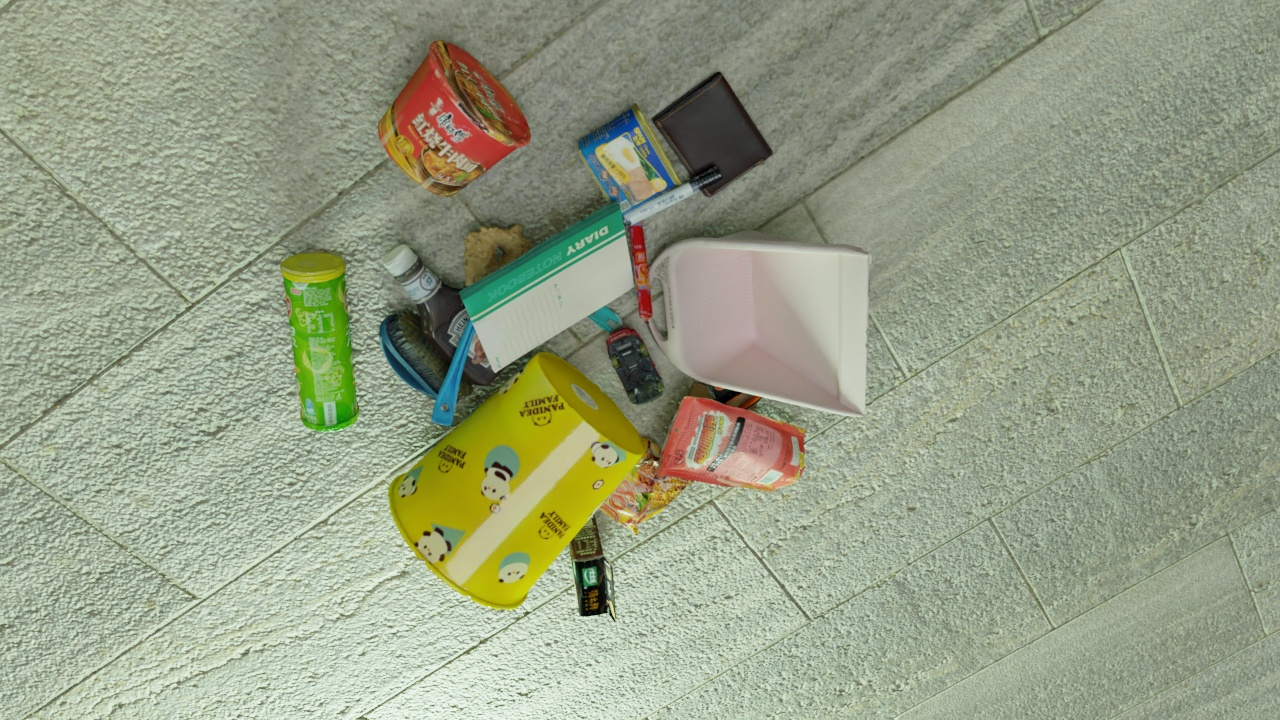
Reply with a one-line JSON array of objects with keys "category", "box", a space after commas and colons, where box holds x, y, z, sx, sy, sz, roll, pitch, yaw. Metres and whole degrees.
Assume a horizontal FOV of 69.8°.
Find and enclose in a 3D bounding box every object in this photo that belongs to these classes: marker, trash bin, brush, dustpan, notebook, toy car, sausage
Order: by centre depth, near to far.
[{"category": "notebook", "box": [-0.102, -0.084, 1.072, 0.209, 0.012, 0.150, -33, 147, -14]}, {"category": "brush", "box": [-0.197, -0.045, 1.085, 0.083, 0.046, 0.254, 18, 93, -31]}, {"category": "marker", "box": [0.036, -0.195, 1.086, 0.131, 0.018, 0.022, -25, 100, 2]}, {"category": "dustpan", "box": [0.133, -0.042, 1.106, 0.138, 0.273, 0.223, -24, 122, -26]}, {"category": "sausage", "box": [-0.001, -0.119, 1.126, 0.020, 0.020, 0.156, -9, 109, -5]}, {"category": "brush", "box": [-0.274, 0.001, 1.142, 0.074, 0.055, 0.144, -20, 125, 29]}, {"category": "trash bin", "box": [-0.146, 0.141, 1.155, 0.229, 0.229, 0.255, 39, 101, -27]}, {"category": "toy car", "box": [-0.007, 0.007, 1.198, 0.053, 0.045, 0.120, -21, 129, 2]}]

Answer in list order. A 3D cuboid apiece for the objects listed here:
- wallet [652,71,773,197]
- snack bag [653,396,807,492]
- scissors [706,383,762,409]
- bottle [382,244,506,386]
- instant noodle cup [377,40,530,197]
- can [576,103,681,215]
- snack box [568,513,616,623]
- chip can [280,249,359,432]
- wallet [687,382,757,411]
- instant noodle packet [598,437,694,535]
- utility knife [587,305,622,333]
[{"category": "wallet", "box": [0.086, -0.262, 1.075, 0.096, 0.020, 0.122, -32, 122, 15]}, {"category": "snack bag", "box": [0.126, 0.119, 1.250, 0.207, 0.073, 0.129, 15, 111, -28]}, {"category": "scissors", "box": [0.201, 0.004, 1.248, 0.234, 0.021, 0.125, -14, 123, -10]}, {"category": "bottle", "box": [-0.233, -0.057, 1.106, 0.079, 0.044, 0.195, -52, 123, -24]}, {"category": "instant noodle cup", "box": [-0.201, -0.249, 0.970, 0.109, 0.137, 0.138, -38, 120, 22]}, {"category": "can", "box": [-0.014, -0.228, 1.054, 0.083, 0.057, 0.102, -29, 120, 9]}, {"category": "snack box", "box": [-0.071, 0.294, 1.305, 0.053, 0.125, 0.113, -7, 121, -7]}, {"category": "chip can", "box": [-0.381, -0.018, 1.098, 0.072, 0.072, 0.222, -1, 119, -10]}, {"category": "wallet", "box": [0.100, 0.089, 1.281, 0.101, 0.020, 0.115, 15, 113, -17]}, {"category": "instant noodle packet", "box": [-0.003, 0.181, 1.301, 0.110, 0.044, 0.128, 40, 107, -23]}, {"category": "utility knife", "box": [-0.087, -0.079, 1.151, 0.171, 0.013, 0.029, 32, 110, -25]}]
